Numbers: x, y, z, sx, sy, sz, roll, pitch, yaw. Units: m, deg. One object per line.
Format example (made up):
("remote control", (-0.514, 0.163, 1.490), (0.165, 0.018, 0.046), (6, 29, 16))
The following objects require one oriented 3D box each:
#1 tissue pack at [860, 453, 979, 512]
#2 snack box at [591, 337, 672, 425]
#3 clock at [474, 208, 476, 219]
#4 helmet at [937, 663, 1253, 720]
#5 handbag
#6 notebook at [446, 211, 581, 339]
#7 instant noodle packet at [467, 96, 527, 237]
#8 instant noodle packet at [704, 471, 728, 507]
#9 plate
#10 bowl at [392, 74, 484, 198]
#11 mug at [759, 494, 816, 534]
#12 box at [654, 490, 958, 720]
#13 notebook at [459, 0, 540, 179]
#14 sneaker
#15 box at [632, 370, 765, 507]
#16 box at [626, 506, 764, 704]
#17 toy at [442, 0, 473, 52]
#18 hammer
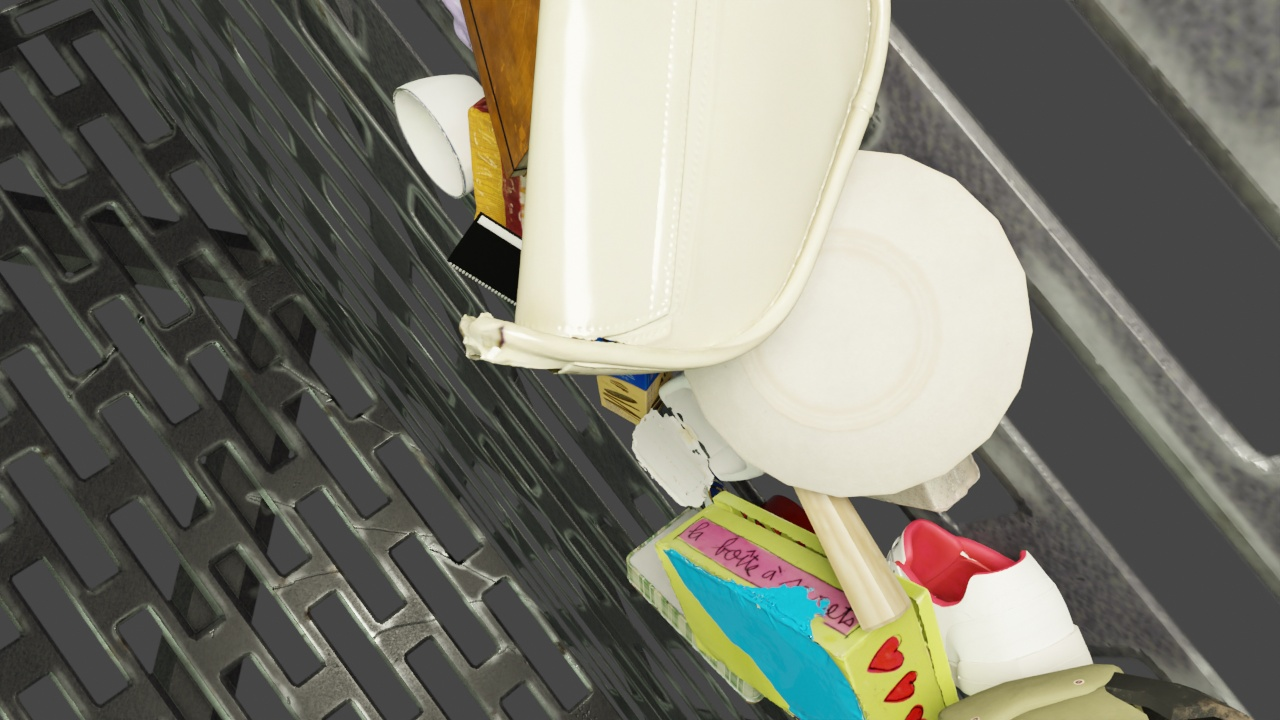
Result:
("tissue pack", (0.138, 0.049, 0.649), (0.104, 0.071, 0.181), (59, 162, -15))
("snack box", (-0.005, 0.005, 0.814), (0.056, 0.057, 0.207), (30, 165, 10))
("clock", (-0.117, -0.116, 0.938), (0.152, 0.052, 0.113), (11, 133, 55))
("helmet", (0.249, 0.268, 0.455), (0.233, 0.255, 0.250), (8, 129, 57))
("handbag", (0.004, -0.106, 0.443), (0.132, 0.183, 0.229), (6, 91, 60))
("notebook", (-0.081, -0.061, 0.880), (0.206, 0.016, 0.149), (32, 162, -14))
("instant noodle packet", (-0.111, -0.165, 0.821), (0.099, 0.039, 0.136), (23, 128, 32))
("instant noodle packet", (0.096, 0.175, 0.926), (0.134, 0.026, 0.087), (60, -173, -14))
("plate", (0.106, -0.017, 0.489), (0.188, 0.189, 0.027), (51, -158, 8))
("bowl", (-0.178, -0.222, 0.883), (0.116, 0.065, 0.116), (43, 156, 24))
("mug", (0.125, 0.192, 0.856), (0.073, 0.082, 0.106), (9, 131, 61))
("box", (0.115, 0.189, 0.661), (0.221, 0.082, 0.124), (12, 130, 58))
("notebook", (-0.096, -0.250, 0.623), (0.179, 0.014, 0.249), (157, 99, -68))
("sneaker", (0.208, 0.166, 0.664), (0.237, 0.090, 0.104), (151, 99, -73))
("box", (0.046, 0.066, 0.771), (0.110, 0.129, 0.103), (57, 157, -2))
("box", (0.088, 0.257, 0.990), (0.205, 0.117, 0.050), (38, 149, 31))
("toy", (-0.144, -0.294, 0.747), (0.100, 0.036, 0.080), (59, 162, -16))
("hammer", (0.072, 0.011, 0.569), (0.051, 0.117, 0.322), (-35, 75, 30))
